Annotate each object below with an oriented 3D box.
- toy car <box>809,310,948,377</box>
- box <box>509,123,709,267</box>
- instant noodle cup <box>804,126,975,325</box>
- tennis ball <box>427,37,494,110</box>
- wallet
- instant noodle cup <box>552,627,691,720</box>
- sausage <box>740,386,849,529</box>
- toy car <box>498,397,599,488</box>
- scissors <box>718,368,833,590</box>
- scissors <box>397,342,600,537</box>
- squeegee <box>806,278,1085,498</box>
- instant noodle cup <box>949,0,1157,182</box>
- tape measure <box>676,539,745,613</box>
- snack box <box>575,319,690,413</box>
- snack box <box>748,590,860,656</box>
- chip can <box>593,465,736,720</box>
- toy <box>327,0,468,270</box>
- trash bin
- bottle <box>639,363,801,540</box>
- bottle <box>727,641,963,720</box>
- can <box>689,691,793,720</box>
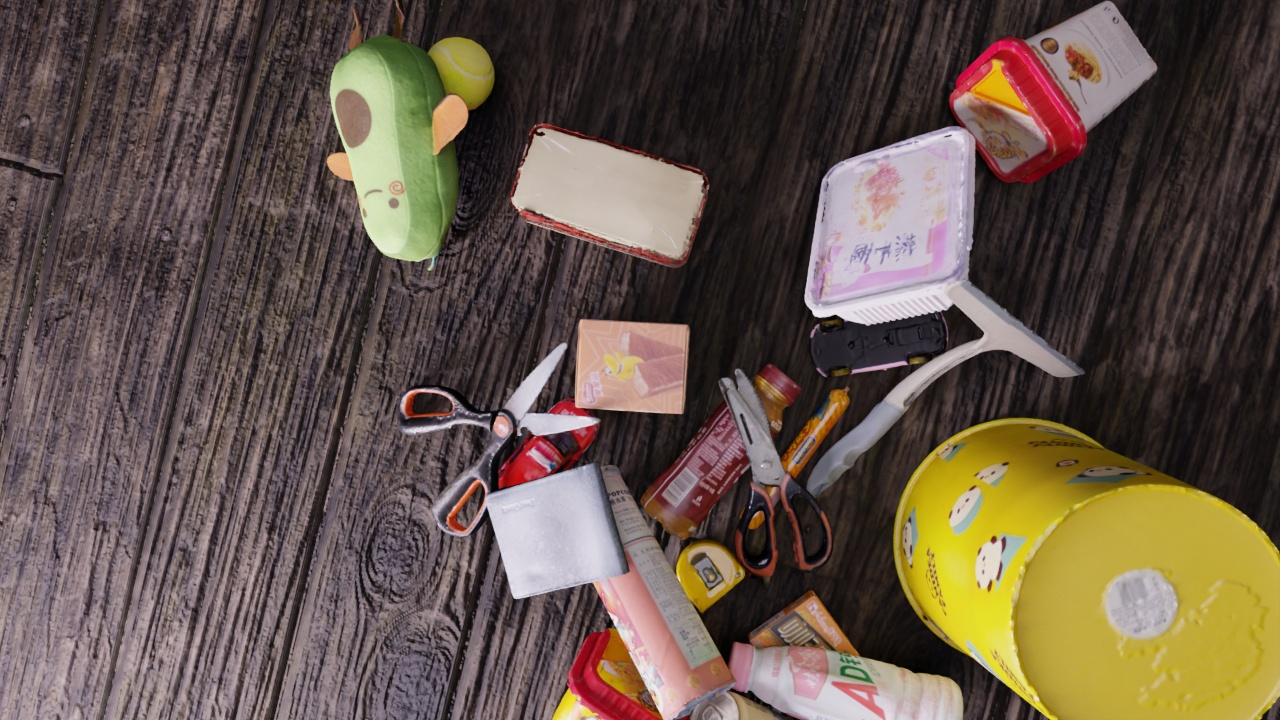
[{"bbox_3d":[0.215,-0.018,0.834,0.122,0.037,0.056,-10,87,17],"label":"toy car"},{"bbox_3d":[-0.027,-0.147,0.827,0.168,0.079,0.091,18,91,4],"label":"box"},{"bbox_3d":[0.220,-0.105,0.777,0.138,0.060,0.173,-11,52,36],"label":"instant noodle cup"},{"bbox_3d":[-0.167,-0.262,0.842,0.065,0.065,0.065,0,91,4],"label":"tennis ball"},{"bbox_3d":[-0.073,0.146,0.783,0.121,0.019,0.097,-19,84,26],"label":"wallet"},{"bbox_3d":[-0.029,0.328,0.823,0.116,0.116,0.124,33,104,3],"label":"instant noodle cup"},{"bbox_3d":[0.142,0.091,0.846,0.021,0.021,0.165,36,93,3],"label":"sausage"},{"bbox_3d":[-0.089,0.090,0.852,0.053,0.045,0.120,40,91,1],"label":"toy car"},{"bbox_3d":[0.103,0.111,0.811,0.206,0.015,0.195,28,101,-19],"label":"scissors"},{"bbox_3d":[-0.141,0.063,0.823,0.224,0.021,0.221,29,108,26],"label":"scissors"},{"bbox_3d":[0.233,0.040,0.807,0.247,0.246,0.039,-43,48,24],"label":"squeegee"},{"bbox_3d":[0.355,-0.234,0.789,0.124,0.116,0.116,-34,88,-9],"label":"instant noodle cup"},{"bbox_3d":[0.062,0.196,0.850,0.060,0.029,0.057,-40,87,3],"label":"tape measure"},{"bbox_3d":[-0.005,0.005,0.820,0.094,0.092,0.077,3,91,3],"label":"snack box"},{"bbox_3d":[0.173,0.296,0.845,0.075,0.026,0.153,-36,88,3],"label":"snack box"},{"bbox_3d":[0.000,0.199,0.796,0.071,0.071,0.214,-33,67,4],"label":"chip can"},{"bbox_3d":[-0.216,-0.200,0.803,0.089,0.227,0.247,-16,98,-40],"label":"toy"},{"bbox_3d":[0.339,0.169,0.717,0.230,0.255,0.229,0,91,4],"label":"trash bin"},{"bbox_3d":[0.075,0.080,0.833,0.057,0.057,0.175,40,93,3],"label":"bottle"},{"bbox_3d":[0.174,0.288,0.800,0.197,0.068,0.068,12,91,7],"label":"bottle"},{"bbox_3d":[0.100,0.334,0.808,0.116,0.058,0.058,35,93,-34],"label":"can"}]
